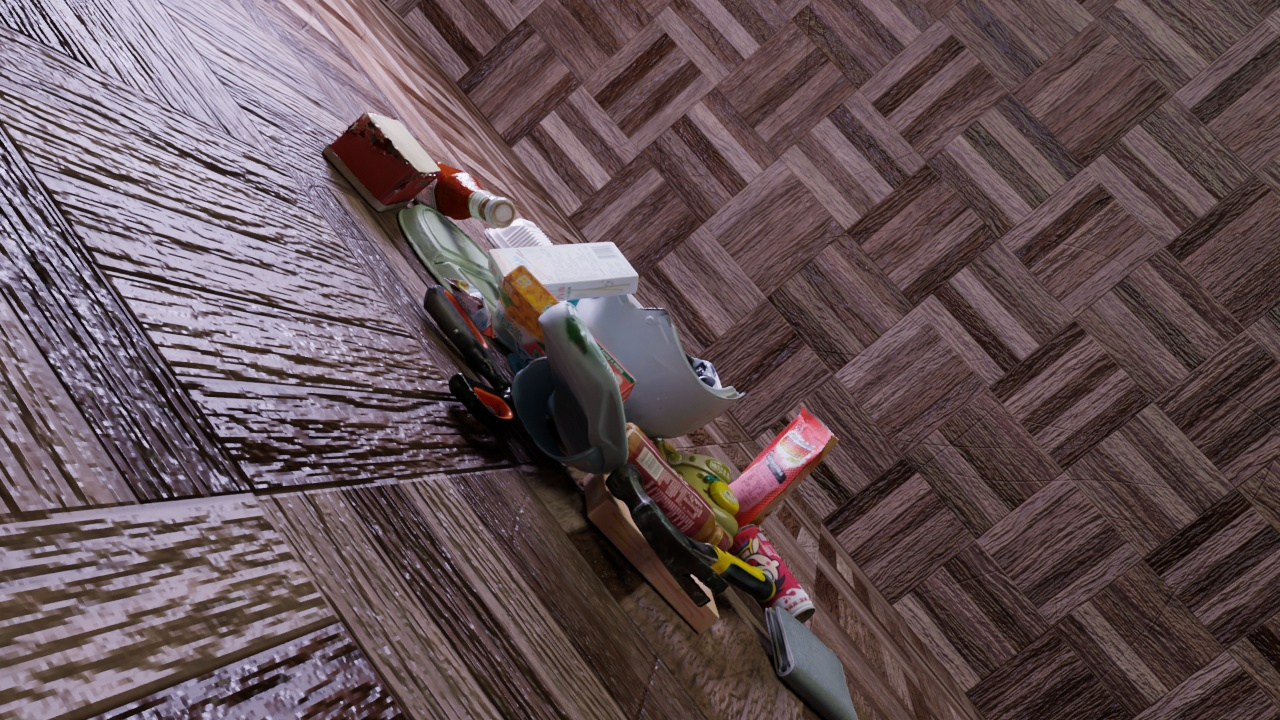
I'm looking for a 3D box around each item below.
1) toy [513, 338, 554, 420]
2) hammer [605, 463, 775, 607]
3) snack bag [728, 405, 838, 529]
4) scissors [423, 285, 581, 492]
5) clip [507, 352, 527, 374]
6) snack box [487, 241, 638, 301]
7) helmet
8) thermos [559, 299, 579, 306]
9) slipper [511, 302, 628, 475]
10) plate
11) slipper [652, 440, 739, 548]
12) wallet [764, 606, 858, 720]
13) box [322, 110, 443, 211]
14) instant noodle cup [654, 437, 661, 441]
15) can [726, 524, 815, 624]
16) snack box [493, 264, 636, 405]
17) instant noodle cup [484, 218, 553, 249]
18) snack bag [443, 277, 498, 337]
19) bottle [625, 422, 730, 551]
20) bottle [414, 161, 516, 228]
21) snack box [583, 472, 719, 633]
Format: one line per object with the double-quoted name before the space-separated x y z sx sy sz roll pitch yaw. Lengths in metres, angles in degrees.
"toy" -0.084 0.023 0.945 0.156 0.050 0.161 55 2 -23
"hammer" 0.072 0.193 0.875 0.126 0.032 0.323 53 5 32
"snack bag" 0.173 0.157 1.245 0.073 0.208 0.128 43 7 -16
"scissors" -0.126 0.025 0.805 0.221 0.022 0.230 55 4 15
"clip" -0.107 0.016 0.862 0.057 0.014 0.046 55 1 29
"snack box" -0.089 -0.102 1.059 0.084 0.156 0.027 -124 -146 -46
"helmet" -0.007 0.007 1.167 0.229 0.146 0.258 44 1 -41
"thermos" -0.046 0.000 1.312 0.224 0.073 0.073 49 6 3
"slipper" -0.061 0.036 0.746 0.104 0.074 0.246 60 -12 20
"plate" -0.185 -0.091 1.049 0.230 0.027 0.230 49 5 -7
"slipper" 0.071 0.152 1.150 0.091 0.081 0.190 41 7 -38
"wallet" 0.186 0.341 1.016 0.129 0.037 0.106 46 18 -24
"box" -0.271 -0.223 1.001 0.091 0.078 0.168 49 6 -11
"instant noodle cup" 0.040 0.052 1.390 0.099 0.110 0.099 50 6 -7
"can" 0.163 0.276 1.166 0.132 0.053 0.053 54 8 33
"snack box" -0.074 -0.013 0.864 0.156 0.027 0.077 45 -30 10
"instant noodle cup" -0.173 -0.172 1.479 0.138 0.060 0.173 49 5 -2
"snack bag" -0.162 -0.050 0.886 0.048 0.026 0.104 40 -15 12
"bottle" 0.027 0.145 0.974 0.175 0.057 0.057 48 6 -16
"bottle" -0.209 -0.193 1.086 0.206 0.059 0.060 28 -12 49
"snack box" 0.009 0.170 0.834 0.157 0.026 0.084 48 6 -15
